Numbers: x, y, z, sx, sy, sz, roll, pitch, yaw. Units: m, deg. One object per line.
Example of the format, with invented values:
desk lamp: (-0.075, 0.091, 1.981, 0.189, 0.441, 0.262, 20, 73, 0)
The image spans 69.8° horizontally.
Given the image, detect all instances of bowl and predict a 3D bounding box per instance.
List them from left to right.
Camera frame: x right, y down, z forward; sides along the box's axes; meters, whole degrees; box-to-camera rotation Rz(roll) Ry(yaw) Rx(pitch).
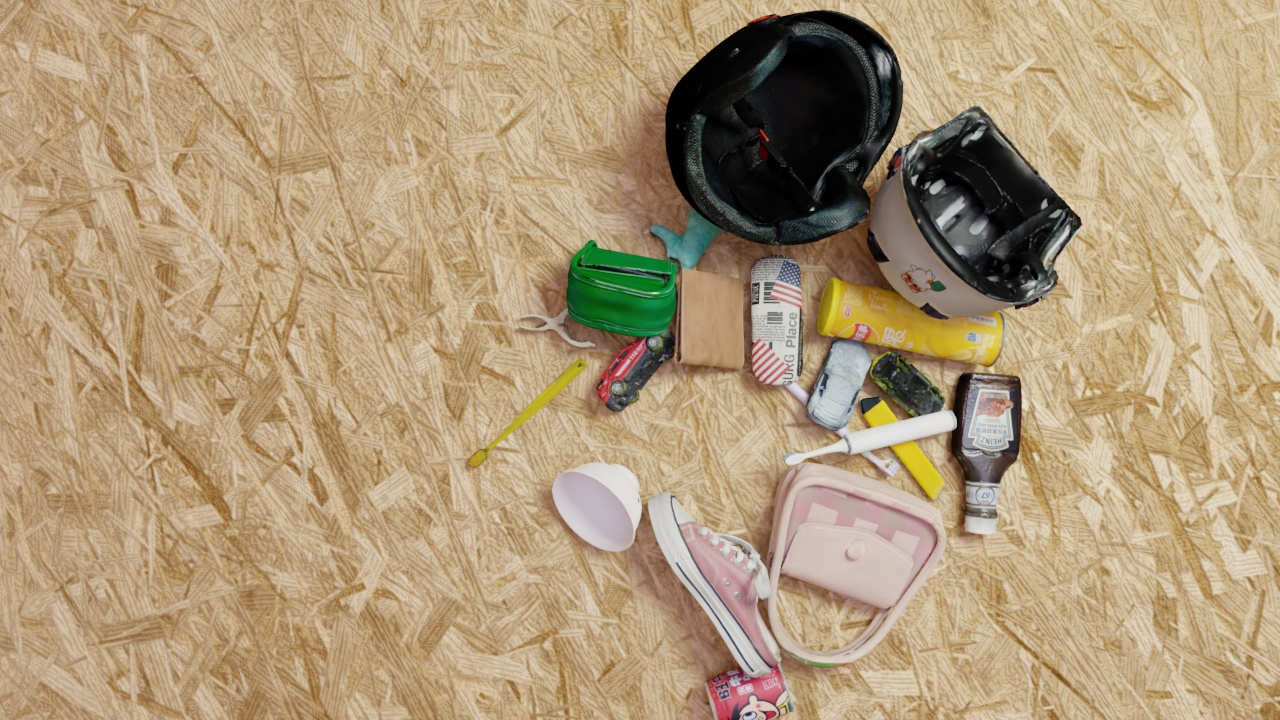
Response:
bowl: (-0.039, 0.162, 1.093, 0.118, 0.119, 0.064, 47, 48, 2)

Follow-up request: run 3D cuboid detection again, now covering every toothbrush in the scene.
toothbrush: (-0.138, 0.065, 1.127, 0.190, 0.016, 0.015, -42, 89, -3)
toothbrush: (0.241, 0.076, 1.132, 0.189, 0.029, 0.021, 40, 124, 2)
toothbrush: (0.274, 0.095, 1.097, 0.221, 0.026, 0.027, -12, 105, -11)

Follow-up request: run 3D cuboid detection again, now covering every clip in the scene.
clip: (-0.090, -0.054, 1.127, 0.102, 0.035, 0.095, 29, 91, 8)

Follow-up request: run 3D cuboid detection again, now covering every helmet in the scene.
helmet: (0.155, -0.268, 1.046, 0.274, 0.230, 0.233, -37, 118, -7)
helmet: (0.358, -0.148, 1.059, 0.230, 0.157, 0.273, 45, 55, -2)

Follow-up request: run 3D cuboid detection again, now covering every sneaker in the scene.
sneaker: (0.101, 0.247, 1.072, 0.088, 0.118, 0.241, -36, 80, 9)

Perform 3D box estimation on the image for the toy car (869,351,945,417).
toy car: (0.327, 0.033, 1.130, 0.105, 0.032, 0.048, 40, 92, -11)

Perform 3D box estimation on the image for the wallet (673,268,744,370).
wallet: (0.085, -0.048, 1.110, 0.101, 0.020, 0.115, 7, 83, -37)

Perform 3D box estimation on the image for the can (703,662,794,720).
can: (0.128, 0.397, 1.089, 0.094, 0.066, 0.066, -16, 87, -2)

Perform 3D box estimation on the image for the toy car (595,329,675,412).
toy car: (-0.007, 0.006, 1.114, 0.045, 0.053, 0.120, 42, 91, 26)

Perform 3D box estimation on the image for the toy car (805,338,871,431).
toy car: (0.243, 0.028, 1.118, 0.054, 0.037, 0.120, 25, 70, -1)

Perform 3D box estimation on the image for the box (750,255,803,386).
box: (0.167, -0.048, 1.128, 0.069, 0.052, 0.164, 4, 83, -10)

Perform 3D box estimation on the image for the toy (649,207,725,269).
toy: (0.063, -0.156, 1.137, 0.096, 0.030, 0.092, 32, 85, 7)

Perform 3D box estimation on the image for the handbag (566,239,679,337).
handbag: (-0.019, -0.089, 1.095, 0.131, 0.120, 0.068, 13, 126, 4)

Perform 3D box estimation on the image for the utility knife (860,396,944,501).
utility knife: (0.323, 0.107, 1.134, 0.033, 0.015, 0.156, -37, 89, 4)

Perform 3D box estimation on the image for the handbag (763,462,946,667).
handbag: (0.237, 0.252, 1.098, 0.193, 0.093, 0.234, 20, 94, 1)

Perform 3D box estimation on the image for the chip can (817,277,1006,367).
chip can: (0.327, -0.046, 1.114, 0.213, 0.072, 0.072, 11, 87, -1)

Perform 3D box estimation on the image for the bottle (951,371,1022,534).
bottle: (0.421, 0.113, 1.121, 0.080, 0.044, 0.195, 5, 88, -3)
